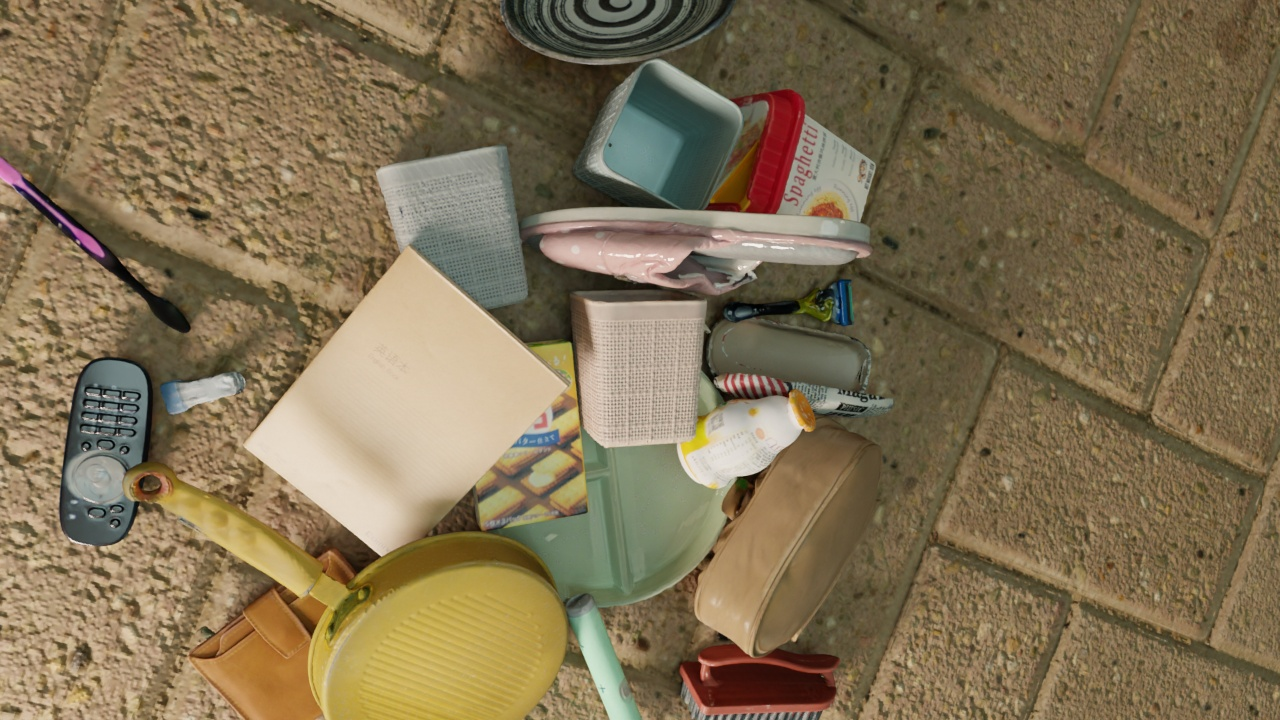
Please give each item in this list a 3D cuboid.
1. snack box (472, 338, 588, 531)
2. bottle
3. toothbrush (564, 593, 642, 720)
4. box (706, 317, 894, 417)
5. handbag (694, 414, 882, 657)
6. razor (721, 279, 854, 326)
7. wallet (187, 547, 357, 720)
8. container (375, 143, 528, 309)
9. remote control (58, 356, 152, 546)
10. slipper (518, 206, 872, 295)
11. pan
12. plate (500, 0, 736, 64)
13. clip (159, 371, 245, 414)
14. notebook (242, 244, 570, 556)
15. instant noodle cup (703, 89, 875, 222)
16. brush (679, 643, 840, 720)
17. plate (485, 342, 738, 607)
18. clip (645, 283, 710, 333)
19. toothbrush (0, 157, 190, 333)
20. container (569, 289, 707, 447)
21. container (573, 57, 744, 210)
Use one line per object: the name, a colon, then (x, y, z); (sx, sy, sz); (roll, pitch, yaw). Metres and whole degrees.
snack box: (-0.092, 0.057, 0.718); (0.086, 0.034, 0.140); (-7, 95, -16)
bottle: (0.085, 0.060, 0.738); (0.109, 0.063, 0.063); (-27, 107, 26)
toothbrush: (-0.018, 0.294, 0.786); (0.026, 0.027, 0.224); (-47, 125, -51)
box: (0.141, 0.009, 0.789); (0.162, 0.085, 0.075); (12, 96, -21)
handbag: (0.127, 0.149, 0.785); (0.204, 0.100, 0.148); (-55, 147, -8)
razor: (0.128, -0.046, 0.802); (0.142, 0.022, 0.042); (-7, 91, -30)
wallet: (-0.264, 0.216, 0.708); (0.130, 0.035, 0.119); (-37, 111, -12)
container: (-0.138, -0.094, 0.686); (0.090, 0.090, 0.114); (-14, 103, -16)
remote control: (-0.380, 0.064, 0.655); (0.053, 0.024, 0.136); (9, 94, -20)
slipper: (0.031, -0.078, 0.674); (0.275, 0.114, 0.054); (4, 90, 24)
pan: (-0.205, 0.176, 0.669); (0.197, 0.078, 0.357); (-49, 127, 1)
plate: (-0.016, -0.271, 0.690); (0.179, 0.179, 0.024); (-27, 146, -14)
clip: (-0.321, 0.023, 0.673); (0.057, 0.028, 0.024); (-12, 98, -7)
notebook: (-0.175, 0.040, 0.674); (0.149, 0.012, 0.212); (42, 108, -10)
instant noodle cup: (0.117, -0.148, 0.757); (0.124, 0.117, 0.116); (15, 90, -30)
brush: (0.112, 0.289, 0.819); (0.145, 0.063, 0.069); (8, 106, -20)
plate: (-0.026, 0.093, 0.773); (0.230, 0.027, 0.230); (-2, 97, -18)
clip: (0.029, -0.054, 0.773); (0.099, 0.035, 0.098); (-8, 96, -13)
toothbrush: (-0.392, -0.086, 0.645); (0.189, 0.018, 0.014); (45, 80, -13)
container: (-0.004, 0.004, 0.711); (0.089, 0.090, 0.111); (-2, 100, -18)
container: (0.008, -0.165, 0.713); (0.090, 0.111, 0.090); (26, 87, -18)
